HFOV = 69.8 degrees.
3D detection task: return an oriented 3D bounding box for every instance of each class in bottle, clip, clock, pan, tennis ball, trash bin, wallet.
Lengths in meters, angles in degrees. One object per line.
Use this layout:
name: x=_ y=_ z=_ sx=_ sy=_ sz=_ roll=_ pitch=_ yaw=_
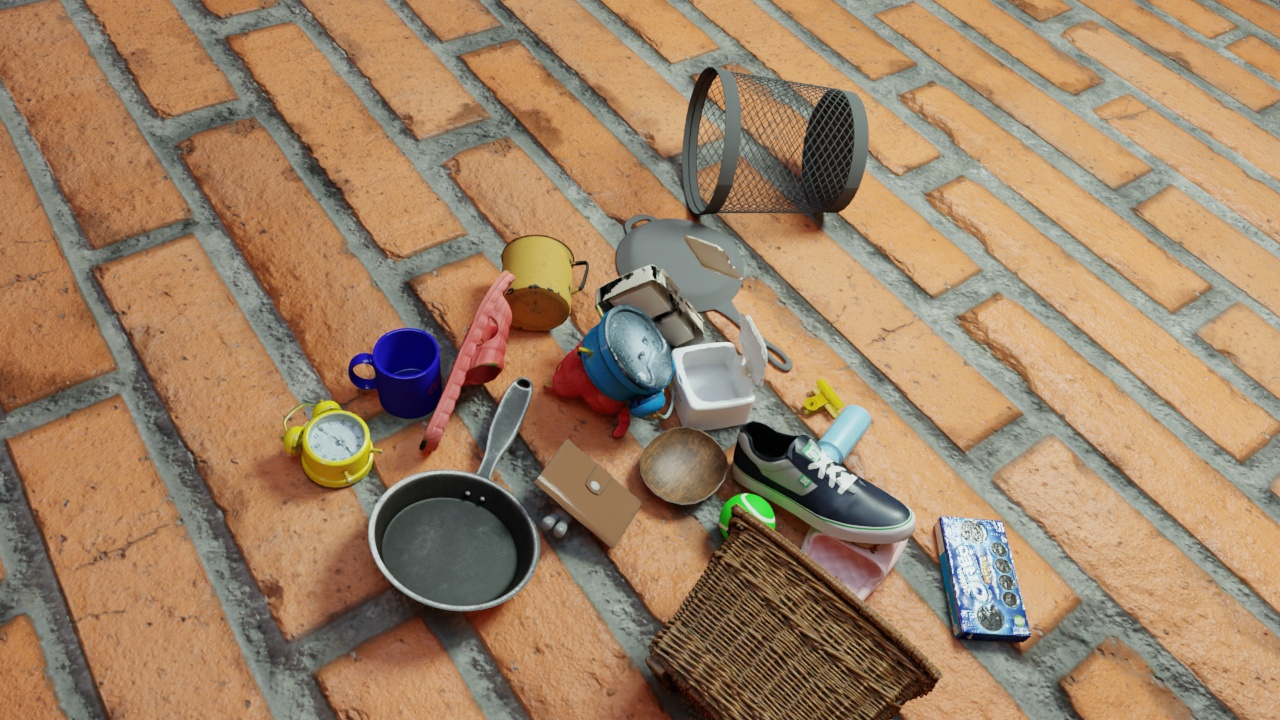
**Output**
bottle: x=0.251 y=0.109 z=1.181 sx=0.040 sy=0.040 sz=0.129 roll=34 pitch=55 yaw=17
clip: x=0.242 y=0.057 z=1.237 sx=0.049 sy=0.044 sz=0.054 roll=-41 pitch=61 yaw=13
clock: x=-0.007 y=0.007 z=1.143 sx=0.161 sy=0.060 sz=0.116 roll=46 pitch=36 yaw=-21
pan: x=0.099 y=-0.110 z=1.340 sx=0.216 sy=0.024 sz=0.354 roll=-29 pitch=62 yaw=-27
tennis ball: x=0.125 y=0.190 z=1.081 sx=0.065 sy=0.065 sz=0.065 roll=4 pitch=51 yaw=-6
pan: x=-0.188 y=0.146 z=1.073 sx=0.187 sy=0.055 sz=0.355 roll=22 pitch=38 yaw=-4
clock: x=-0.367 y=0.096 z=1.080 sx=0.119 sy=0.057 sz=0.083 roll=35 pitch=55 yaw=10
trash bin: x=0.204 y=-0.328 z=1.415 sx=0.227 sy=0.218 sz=0.217 roll=1 pitch=52 yaw=-13
wallet: x=-0.059 y=0.155 z=1.076 sx=0.121 sy=0.013 sz=0.087 roll=41 pitch=39 yaw=-3

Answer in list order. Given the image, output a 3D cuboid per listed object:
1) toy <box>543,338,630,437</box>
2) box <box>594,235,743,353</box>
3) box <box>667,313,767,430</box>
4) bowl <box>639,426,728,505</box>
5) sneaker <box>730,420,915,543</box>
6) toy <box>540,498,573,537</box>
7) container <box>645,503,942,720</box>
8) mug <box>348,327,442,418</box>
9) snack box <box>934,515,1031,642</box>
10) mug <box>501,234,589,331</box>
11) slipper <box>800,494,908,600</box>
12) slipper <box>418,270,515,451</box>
toy: x=-0.060 y=0.040 z=1.186 sx=0.133 sy=0.094 sz=0.087 roll=58 pitch=36 yaw=0
box: x=0.050 y=-0.089 z=1.196 sx=0.187 sy=0.143 sz=0.070 roll=-21 pitch=48 yaw=20
box: x=0.107 y=0.008 z=1.178 sx=0.121 sy=0.137 sz=0.109 roll=-8 pitch=56 yaw=-14
bowl: x=0.052 y=0.135 z=1.137 sx=0.102 sy=0.026 sz=0.114 roll=38 pitch=56 yaw=19
sneaker: x=0.213 y=0.139 z=1.083 sx=0.235 sy=0.079 sz=0.084 roll=22 pitch=39 yaw=30
toy: x=-0.078 y=0.169 z=1.085 sx=0.049 sy=0.030 sz=0.111 roll=28 pitch=37 yaw=13
container: x=0.137 y=0.305 z=0.917 sx=0.250 sy=0.162 sz=0.183 roll=38 pitch=74 yaw=23
mug: x=-0.304 y=0.016 z=1.137 sx=0.111 sy=0.084 sz=0.079 roll=1 pitch=52 yaw=-9
snack box: x=0.404 y=0.259 z=1.095 sx=0.082 sy=0.027 sz=0.150 roll=5 pitch=51 yaw=-5
mug: x=-0.130 y=-0.104 z=1.245 sx=0.124 sy=0.100 sz=0.094 roll=-8 pitch=53 yaw=9
slipper: x=0.238 y=0.230 z=1.074 sx=0.107 sy=0.056 sz=0.221 roll=33 pitch=55 yaw=18
slipper: x=-0.202 y=0.006 z=1.141 sx=0.059 sy=0.104 sz=0.248 roll=25 pitch=72 yaw=-11
